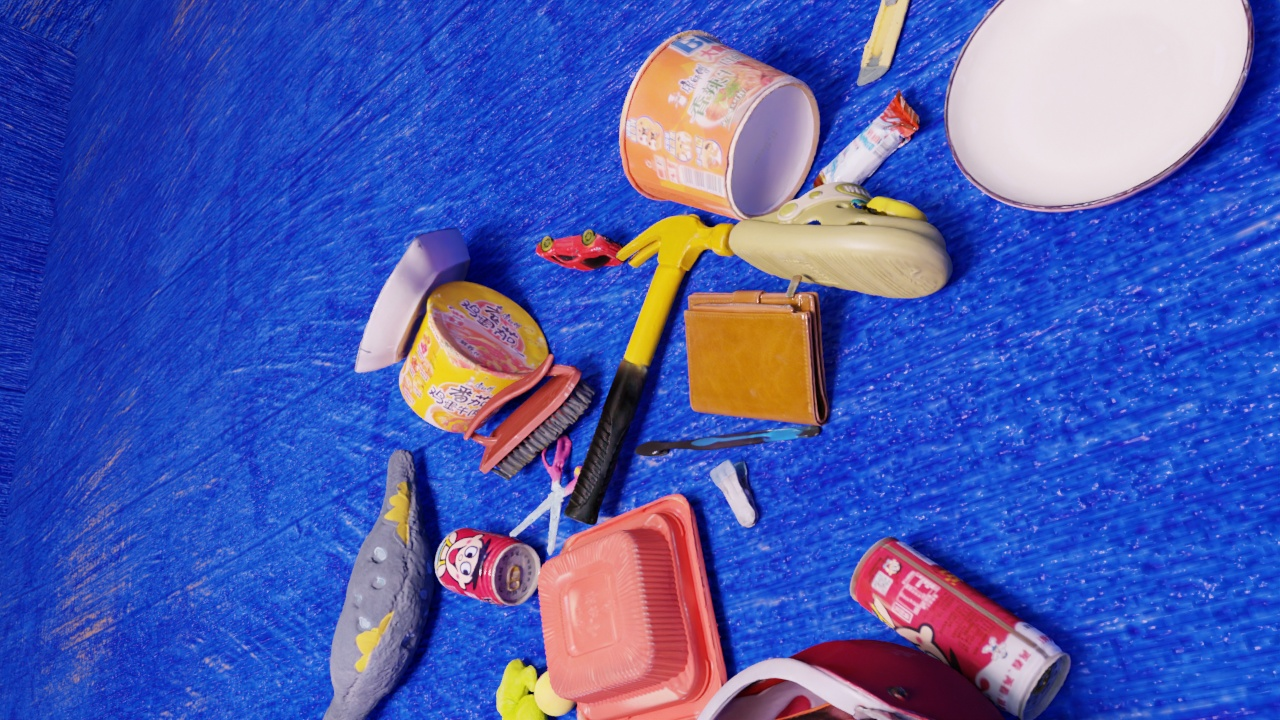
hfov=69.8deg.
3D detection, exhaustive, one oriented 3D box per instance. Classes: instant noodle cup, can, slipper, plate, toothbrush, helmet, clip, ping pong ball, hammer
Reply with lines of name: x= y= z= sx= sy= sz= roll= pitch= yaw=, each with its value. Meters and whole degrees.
instant noodle cup: x=0.073 y=-0.191 z=0.780 sx=0.111 sy=0.151 sz=0.151 roll=31 pitch=99 yaw=36
can: x=-0.151 y=0.205 z=0.911 sx=0.094 sy=0.066 sz=0.066 roll=1 pitch=77 yaw=43
slipper: x=0.152 y=-0.102 z=0.711 sx=0.191 sy=0.091 sz=0.081 roll=12 pitch=82 yaw=47
plate: x=-0.240 y=-0.065 z=1.011 sx=0.162 sy=0.034 sz=0.265 roll=-62 pitch=4 yaw=9
plate: x=0.306 y=-0.187 z=0.625 sx=0.193 sy=0.039 sz=0.192 roll=-16 pitch=66 yaw=39
toothbrush: x=0.071 y=0.070 z=0.786 sx=0.190 sy=0.016 sz=0.014 roll=-11 pitch=60 yaw=38
can: x=0.204 y=0.171 z=0.596 sx=0.133 sy=0.053 sz=0.053 roll=33 pitch=100 yaw=44
instant noodle cup: x=-0.183 y=0.002 z=0.967 sx=0.110 sy=0.137 sz=0.138 roll=-50 pitch=48 yaw=30
helmet: x=0.155 y=0.277 z=0.550 sx=0.208 sy=0.143 sz=0.240 roll=-47 pitch=66 yaw=35
instant noodle cup: x=-0.018 y=0.218 z=0.774 sx=0.165 sy=0.079 sz=0.188 roll=-30 pitch=59 yaw=33
clip: x=0.080 y=0.111 z=0.757 sx=0.027 sy=0.043 sz=0.058 roll=-35 pitch=63 yaw=27
ping pong ball: x=-0.076 y=0.299 z=0.828 sx=0.040 sy=0.040 sz=0.040 roll=-16 pitch=66 yaw=39
hammer: x=-0.005 y=0.005 z=0.848 sx=0.129 sy=0.032 sz=0.300 roll=14 pitch=82 yaw=47

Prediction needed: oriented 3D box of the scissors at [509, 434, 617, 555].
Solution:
scissors: x=-0.080 y=0.122 z=0.889 sx=0.133 sy=0.017 sz=0.130 roll=-41 pitch=44 yaw=6

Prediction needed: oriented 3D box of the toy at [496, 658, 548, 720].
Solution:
toy: x=-0.110 y=0.335 z=0.855 sx=0.100 sy=0.031 sz=0.097 roll=43 pitch=116 yaw=48

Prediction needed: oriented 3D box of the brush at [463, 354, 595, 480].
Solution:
brush: x=-0.111 y=0.052 z=0.912 sx=0.146 sy=0.069 sz=0.063 roll=-41 pitch=22 yaw=26

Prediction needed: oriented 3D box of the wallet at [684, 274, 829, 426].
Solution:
wallet: x=0.090 y=-0.009 z=0.753 sx=0.131 sy=0.035 sz=0.119 roll=5 pitch=101 yaw=45

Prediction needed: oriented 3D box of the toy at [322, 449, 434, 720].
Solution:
toy: x=-0.287 y=0.276 z=1.003 sx=0.138 sy=0.091 sz=0.356 roll=2 pitch=76 yaw=56

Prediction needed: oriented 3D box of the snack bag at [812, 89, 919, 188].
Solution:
snack bag: x=0.182 y=-0.168 z=0.746 sx=0.104 sy=0.026 sz=0.048 roll=-42 pitch=40 yaw=25

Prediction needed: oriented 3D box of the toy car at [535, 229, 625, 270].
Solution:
toy car: x=-0.063 y=-0.110 z=0.943 sx=0.106 sy=0.049 sz=0.031 roll=2 pitch=76 yaw=42

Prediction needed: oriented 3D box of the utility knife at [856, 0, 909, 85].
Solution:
utility knife: x=0.219 y=-0.321 z=0.772 sx=0.031 sy=0.020 sz=0.190 roll=13 pitch=82 yaw=39
